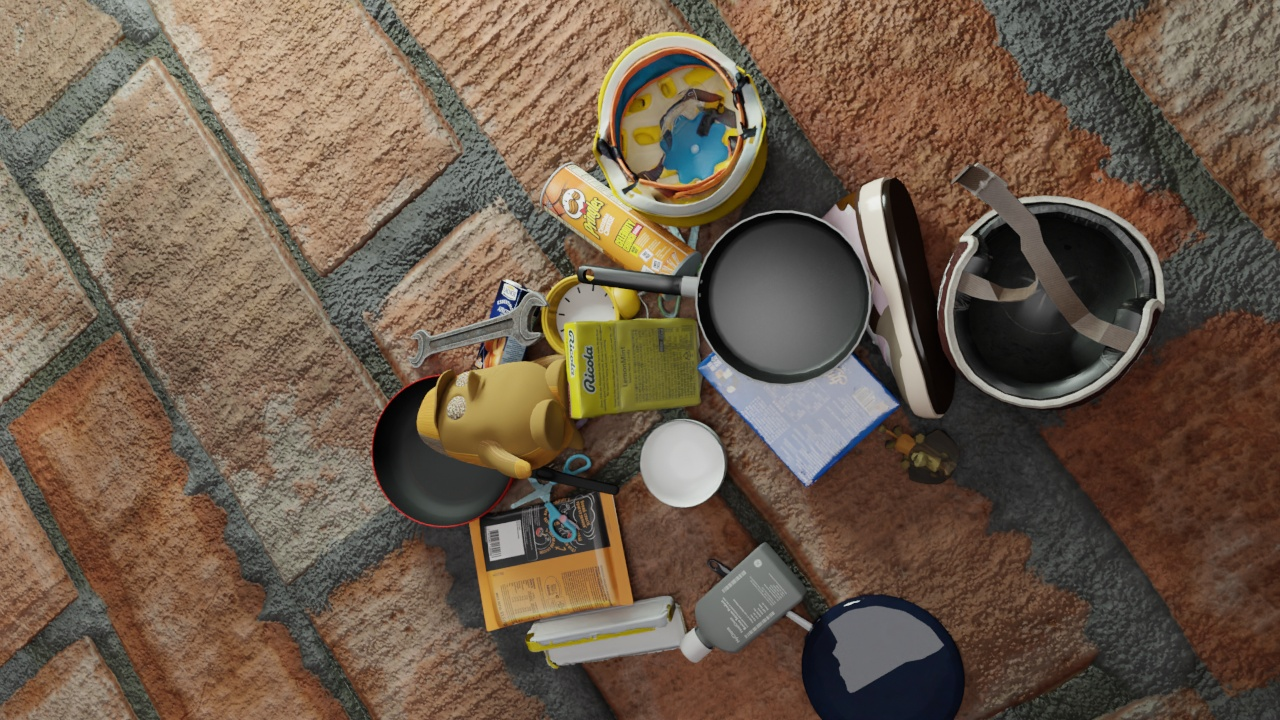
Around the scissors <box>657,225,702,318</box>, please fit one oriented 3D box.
[{"bbox_3d":[0.057,-0.134,1.213,0.139,0.028,0.170,-27,80,17],"label":"scissors"}]

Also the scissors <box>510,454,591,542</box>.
[{"bbox_3d":[-0.114,0.179,1.259,0.135,0.015,0.135,-46,67,0],"label":"scissors"}]

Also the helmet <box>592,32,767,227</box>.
[{"bbox_3d":[0.058,-0.273,1.148,0.209,0.139,0.239,-22,71,14],"label":"helmet"}]

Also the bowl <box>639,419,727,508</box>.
[{"bbox_3d":[0.060,0.131,1.194,0.113,0.063,0.113,0,91,16],"label":"bowl"}]

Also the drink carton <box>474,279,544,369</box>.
[{"bbox_3d":[-0.180,-0.041,1.257,0.064,0.040,0.130,27,100,49],"label":"drink carton"}]

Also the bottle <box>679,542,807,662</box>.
[{"bbox_3d":[0.122,0.322,1.179,0.174,0.046,0.083,-45,76,14],"label":"bottle"}]

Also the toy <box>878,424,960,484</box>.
[{"bbox_3d":[0.336,0.108,1.118,0.100,0.062,0.076,30,118,19],"label":"toy"}]

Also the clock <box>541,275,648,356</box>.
[{"bbox_3d":[-0.061,-0.055,1.232,0.152,0.052,0.113,9,94,20],"label":"clock"}]

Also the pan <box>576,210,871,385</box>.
[{"bbox_3d":[0.096,-0.085,1.105,0.356,0.044,0.204,9,100,16],"label":"pan"}]

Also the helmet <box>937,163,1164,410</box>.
[{"bbox_3d":[0.426,-0.066,0.984,0.233,0.252,0.234,24,113,19],"label":"helmet"}]

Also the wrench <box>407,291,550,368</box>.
[{"bbox_3d":[-0.227,-0.036,1.252,0.274,0.010,0.070,-12,77,36],"label":"wrench"}]

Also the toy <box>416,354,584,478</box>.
[{"bbox_3d":[-0.190,0.066,1.173,0.204,0.198,0.163,-3,135,18],"label":"toy"}]

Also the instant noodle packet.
[{"bbox_3d":[-0.127,0.274,1.264,0.221,0.032,0.159,-15,79,16],"label":"instant noodle packet"}]

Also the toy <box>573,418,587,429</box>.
[{"bbox_3d":[-0.082,0.047,1.245,0.100,0.036,0.080,-39,89,16],"label":"toy"}]

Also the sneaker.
[{"bbox_3d":[0.288,-0.066,1.113,0.117,0.111,0.294,-16,88,37],"label":"sneaker"}]

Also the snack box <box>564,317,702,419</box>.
[{"bbox_3d":[-0.007,0.007,1.173,0.180,0.045,0.121,-5,91,-27],"label":"snack box"}]

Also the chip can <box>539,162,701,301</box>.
[{"bbox_3d":[-0.027,-0.169,1.197,0.215,0.075,0.075,38,101,16],"label":"chip can"}]

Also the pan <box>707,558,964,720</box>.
[{"bbox_3d":[0.237,0.356,1.174,0.356,0.021,0.199,31,100,14],"label":"pan"}]

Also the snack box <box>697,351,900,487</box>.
[{"bbox_3d":[0.197,0.030,1.149,0.155,0.069,0.202,-45,80,13],"label":"snack box"}]

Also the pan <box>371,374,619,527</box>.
[{"bbox_3d":[-0.198,0.139,1.264,0.356,0.067,0.209,11,88,9],"label":"pan"}]

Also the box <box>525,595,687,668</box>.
[{"bbox_3d":[-0.048,0.368,1.226,0.210,0.080,0.079,-15,85,15],"label":"box"}]
